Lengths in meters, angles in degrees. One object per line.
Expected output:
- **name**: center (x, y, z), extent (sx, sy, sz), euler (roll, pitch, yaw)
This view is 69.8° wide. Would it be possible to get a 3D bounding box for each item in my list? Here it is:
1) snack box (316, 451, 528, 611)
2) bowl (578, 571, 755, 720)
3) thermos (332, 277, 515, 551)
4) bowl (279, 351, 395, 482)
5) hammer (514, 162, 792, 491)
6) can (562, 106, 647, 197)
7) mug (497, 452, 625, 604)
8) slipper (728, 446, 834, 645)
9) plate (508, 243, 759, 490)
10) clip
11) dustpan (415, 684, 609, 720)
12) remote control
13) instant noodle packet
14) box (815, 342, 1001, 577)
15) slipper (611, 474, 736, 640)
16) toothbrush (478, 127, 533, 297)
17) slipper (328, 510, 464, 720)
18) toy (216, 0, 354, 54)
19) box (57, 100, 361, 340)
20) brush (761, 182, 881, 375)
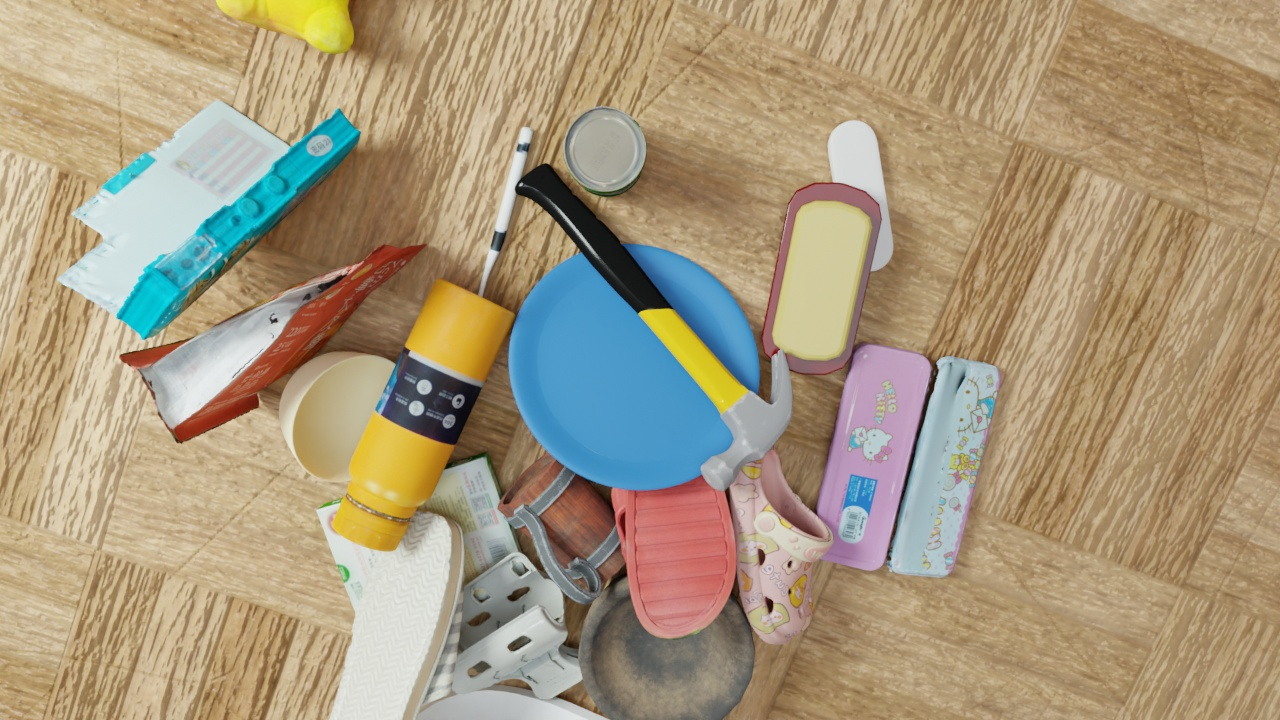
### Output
- **snack box**: center (-0.203, 0.174, 0.869), extent (0.168, 0.027, 0.132), euler (-18, 98, 2)
- **bowl**: center (0.023, 0.264, 0.865), extent (0.162, 0.070, 0.162), euler (0, 99, -1)
- **thermos**: center (-0.186, 0.051, 0.801), extent (0.076, 0.091, 0.232), euler (24, 89, 35)
- **bowl**: center (-0.273, 0.040, 0.818), extent (0.074, 0.117, 0.118), euler (24, 100, 38)
- **hammer**: center (0.010, -0.047, 0.805), extent (0.126, 0.029, 0.323), euler (-39, 84, -20)
- **can**: center (-0.029, -0.172, 0.770), extent (0.067, 0.121, 0.067), euler (0, 99, -1)
- **mug**: center (-0.067, 0.154, 0.826), extent (0.082, 0.117, 0.111), euler (-38, 102, 22)
- **slipper**: center (0.131, 0.162, 0.833), extent (0.082, 0.093, 0.197), euler (-8, 96, 28)
- **plate**: center (-0.005, 0.005, 0.815), extent (0.224, 0.024, 0.224), euler (3, 74, -11)
- **clip**: center (-0.116, 0.267, 0.845), extent (0.127, 0.105, 0.151), euler (-34, 101, 15)
- **dustpan**: center (-0.105, 0.356, 0.804), extent (0.258, 0.191, 0.053), euler (1, 100, 30)
- **remote control**: center (0.200, -0.148, 0.832), extent (0.043, 0.013, 0.136), euler (-11, 99, 1)
- **instant noodle packet**: center (-0.283, -0.035, 0.766), extent (0.221, 0.164, 0.084), euler (-31, 96, 4)
- **box**: center (0.250, 0.096, 0.862), extent (0.151, 0.040, 0.214), euler (10, 99, -6)
- **slipper**: center (0.026, 0.122, 0.827), extent (0.103, 0.059, 0.248), euler (-1, 72, -9)
- **toothbrush**: center (-0.124, -0.119, 0.833), extent (0.017, 0.012, 0.187), euler (14, 99, -17)
- **slipper**: center (-0.212, 0.267, 0.794), extent (0.054, 0.115, 0.272), euler (33, 64, -45)
- **toy**: center (-0.263, -0.354, 0.756), extent (0.134, 0.087, 0.194), euler (12, 97, 0)
- **box**: center (-0.344, -0.118, 0.740), extent (0.168, 0.226, 0.087), euler (11, 139, 25)
- **brush**: center (0.161, -0.072, 0.820), extent (0.082, 0.041, 0.173), euler (11, 102, 6)
